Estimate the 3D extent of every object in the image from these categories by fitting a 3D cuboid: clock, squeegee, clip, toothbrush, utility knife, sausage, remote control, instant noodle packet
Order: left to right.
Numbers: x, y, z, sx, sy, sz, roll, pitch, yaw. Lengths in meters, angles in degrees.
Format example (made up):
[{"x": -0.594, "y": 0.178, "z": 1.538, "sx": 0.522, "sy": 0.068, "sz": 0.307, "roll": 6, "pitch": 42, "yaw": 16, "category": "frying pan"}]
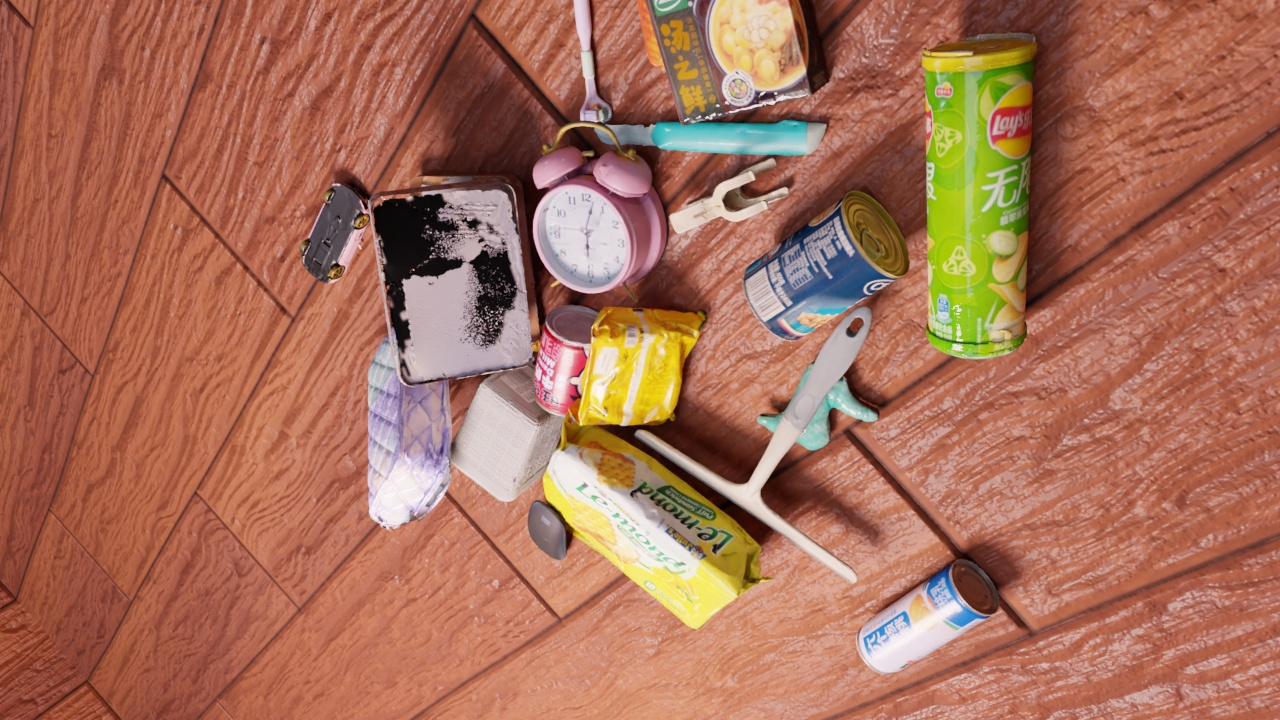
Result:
[{"x": -0.105, "y": 0.194, "z": 1.022, "sx": 0.053, "sy": 0.024, "sz": 0.137, "roll": 38, "pitch": 155, "yaw": 16, "category": "remote control"}, {"x": -0.048, "y": -0.293, "z": 0.759, "sx": 0.021, "sy": 0.029, "sz": 0.189, "roll": -138, "pitch": 38, "yaw": -59, "category": "toothbrush"}, {"x": -0.040, "y": -0.134, "z": 0.815, "sx": 0.117, "sy": 0.059, "sz": 0.159, "roll": 12, "pitch": 119, "yaw": 26, "category": "clock"}, {"x": -0.028, "y": 0.225, "z": 1.029, "sx": 0.190, "sy": 0.016, "sz": 0.016, "roll": 32, "pitch": 127, "yaw": 14, "category": "toothbrush"}, {"x": -0.005, "y": 0.005, "z": 0.850, "sx": 0.044, "sy": 0.110, "sz": 0.129, "roll": -113, "pitch": 31, "yaw": -46, "category": "instant noodle packet"}, {"x": 0.003, "y": -0.309, "z": 0.716, "sx": 0.021, "sy": 0.021, "sz": 0.165, "roll": 2, "pitch": 116, "yaw": 32, "category": "sausage"}, {"x": 0.052, "y": -0.186, "z": 0.756, "sx": 0.208, "sy": 0.013, "sz": 0.029, "roll": 9, "pitch": 121, "yaw": 26, "category": "utility knife"}, {"x": 0.065, "y": -0.127, "z": 0.746, "sx": 0.105, "sy": 0.083, "sz": 0.035, "roll": -19, "pitch": 104, "yaw": 27, "category": "clip"}, {"x": 0.130, "y": 0.056, "z": 0.783, "sx": 0.246, "sy": 0.039, "sz": 0.247, "roll": 34, "pitch": 126, "yaw": 11, "category": "squeegee"}]

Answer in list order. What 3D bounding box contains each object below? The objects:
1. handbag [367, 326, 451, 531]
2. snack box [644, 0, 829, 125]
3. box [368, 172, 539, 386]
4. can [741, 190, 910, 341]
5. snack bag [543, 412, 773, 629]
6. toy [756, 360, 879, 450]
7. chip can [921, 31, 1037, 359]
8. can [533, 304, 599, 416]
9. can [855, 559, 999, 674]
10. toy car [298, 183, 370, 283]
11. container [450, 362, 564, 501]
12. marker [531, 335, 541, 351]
[{"x": -0.247, "y": 0.066, "z": 0.980, "sx": 0.135, "sy": 0.075, "sz": 0.193, "roll": -49, "pitch": 40, "yaw": 41, "category": "handbag"}, {"x": 0.070, "y": -0.253, "z": 0.690, "sx": 0.113, "sy": 0.053, "sz": 0.126, "roll": -4, "pitch": 117, "yaw": 34, "category": "snack box"}, {"x": -0.181, "y": -0.091, "z": 0.899, "sx": 0.178, "sy": 0.152, "sz": 0.182, "roll": -146, "pitch": 49, "yaw": -66, "category": "box"}, {"x": 0.143, "y": -0.071, "z": 0.721, "sx": 0.111, "sy": 0.075, "sz": 0.075, "roll": -35, "pitch": 94, "yaw": 40, "category": "can"}, {"x": 0.007, "y": 0.161, "z": 0.916, "sx": 0.246, "sy": 0.068, "sz": 0.158, "roll": 38, "pitch": 151, "yaw": 8, "category": "snack bag"}, {"x": 0.157, "y": 0.043, "z": 0.805, "sx": 0.096, "sy": 0.030, "sz": 0.092, "roll": 26, "pitch": 128, "yaw": 14, "category": "toy"}, {"x": 0.236, "y": -0.109, "z": 0.644, "sx": 0.073, "sy": 0.072, "sz": 0.221, "roll": 6, "pitch": 118, "yaw": 30, "category": "chip can"}, {"x": -0.068, "y": 0.002, "z": 0.901, "sx": 0.066, "sy": 0.066, "sz": 0.094, "roll": 28, "pitch": 127, "yaw": 17, "category": "can"}, {"x": 0.256, "y": 0.234, "z": 0.830, "sx": 0.053, "sy": 0.053, "sz": 0.135, "roll": 43, "pitch": 130, "yaw": 6, "category": "can"}, {"x": -0.335, "y": -0.140, "z": 1.016, "sx": 0.056, "sy": 0.037, "sz": 0.123, "roll": 39, "pitch": 117, "yaw": 5, "category": "toy car"}, {"x": -0.133, "y": 0.069, "z": 0.967, "sx": 0.090, "sy": 0.090, "sz": 0.115, "roll": 35, "pitch": 126, "yaw": 11, "category": "container"}, {"x": -0.154, "y": -0.024, "z": 0.976, "sx": 0.124, "sy": 0.015, "sz": 0.018, "roll": 8, "pitch": 117, "yaw": 30, "category": "marker"}]
